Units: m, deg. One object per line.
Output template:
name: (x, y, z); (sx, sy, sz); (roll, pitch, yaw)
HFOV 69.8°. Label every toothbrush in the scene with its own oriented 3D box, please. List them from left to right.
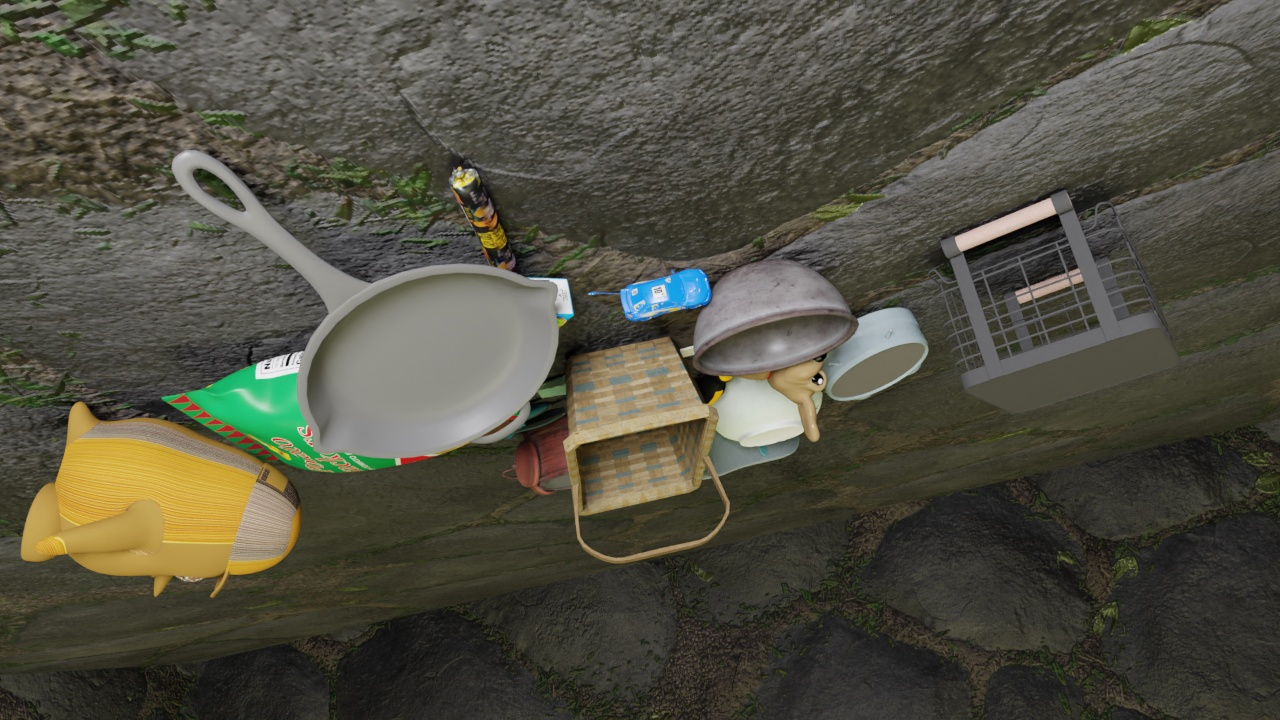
toothbrush: (0.092, 0.014, 1.025); (0.030, 0.031, 0.197); (-14, 159, -22)

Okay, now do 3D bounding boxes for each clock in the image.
clock: (-0.098, 0.119, 1.150); (0.158, 0.072, 0.120); (-14, 162, 6)
clock: (0.256, -0.001, 1.011); (0.123, 0.045, 0.159); (-30, 152, 16)

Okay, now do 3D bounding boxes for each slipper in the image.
slipper: (0.104, 0.109, 1.204); (0.268, 0.098, 0.055); (1, 157, -38)

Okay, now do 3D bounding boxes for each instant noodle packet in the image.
instant noodle packet: (-0.242, 0.043, 0.801); (0.252, 0.090, 0.196); (-10, 159, -2)

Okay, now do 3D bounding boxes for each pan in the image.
pan: (-0.180, -0.030, 0.631); (0.216, 0.024, 0.354); (-34, 143, 4)

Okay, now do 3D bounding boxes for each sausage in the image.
sausage: (-0.102, -0.089, 0.610); (0.020, 0.020, 0.155); (-11, 162, -1)

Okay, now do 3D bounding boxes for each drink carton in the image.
drink carton: (-0.098, -0.027, 0.765); (0.044, 0.038, 0.129); (-1, 159, -29)

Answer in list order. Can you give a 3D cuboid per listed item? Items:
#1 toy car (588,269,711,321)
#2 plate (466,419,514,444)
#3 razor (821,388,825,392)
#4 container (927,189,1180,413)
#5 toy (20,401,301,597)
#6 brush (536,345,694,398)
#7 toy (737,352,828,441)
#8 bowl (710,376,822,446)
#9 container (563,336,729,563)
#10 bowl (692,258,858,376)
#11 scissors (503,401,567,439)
toy car: (0.009, -0.057, 0.745); (0.092, 0.033, 0.062); (-14, 169, 7)
plate: (-0.186, 0.059, 0.962); (0.131, 0.025, 0.131); (-9, 154, -4)
razor: (0.193, 0.003, 1.052); (0.026, 0.042, 0.105); (-21, 151, 34)
container: (0.387, -0.046, 0.859); (0.163, 0.130, 0.241); (-22, 159, 30)
toy: (-0.409, 0.136, 0.817); (0.203, 0.163, 0.198); (15, -165, -15)
brush: (-0.006, 0.006, 0.968); (0.218, 0.012, 0.033); (-15, 161, 5)
toy: (0.138, 0.002, 0.913); (0.108, 0.134, 0.106); (14, 152, -11)
bowl: (0.155, 0.060, 1.128); (0.153, 0.072, 0.153); (-11, 161, -4)
container: (0.000, 0.111, 0.953); (0.157, 0.186, 0.250); (-12, 156, -7)
bowl: (0.110, -0.042, 0.802); (0.145, 0.067, 0.145); (-10, 162, -4)
scissors: (-0.153, 0.071, 1.060); (0.129, 0.019, 0.138); (1, 152, -11)
